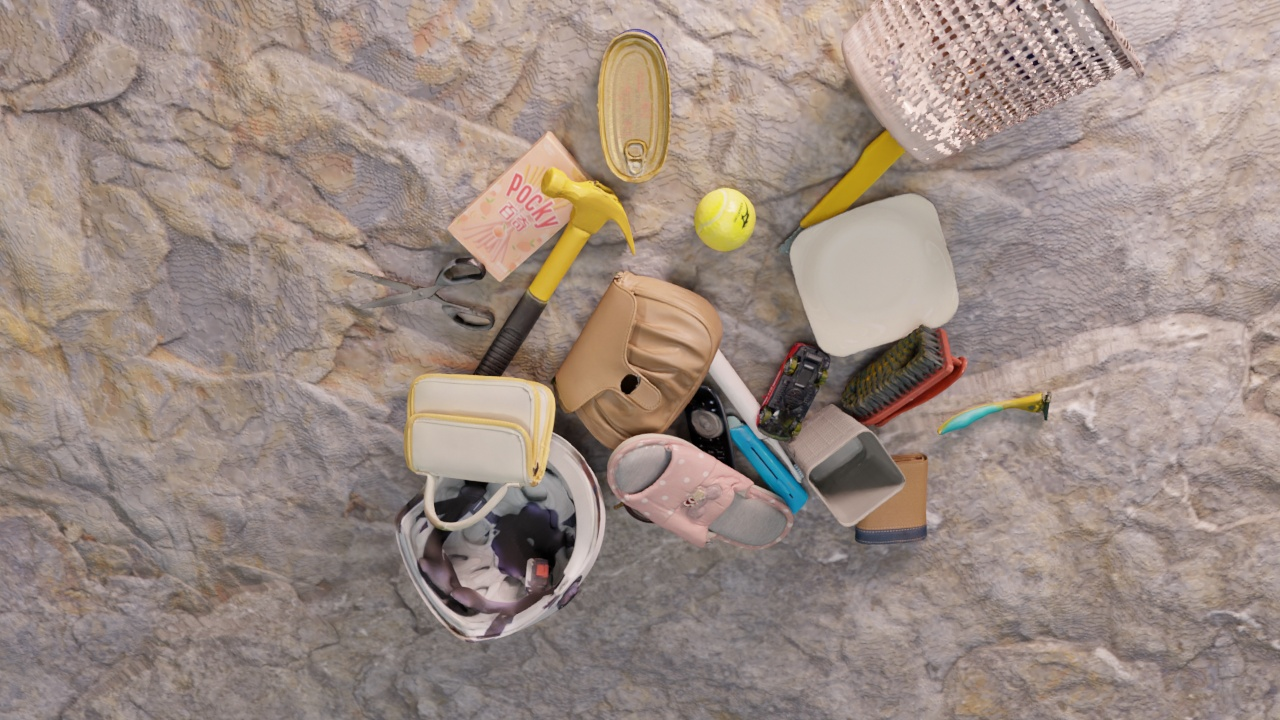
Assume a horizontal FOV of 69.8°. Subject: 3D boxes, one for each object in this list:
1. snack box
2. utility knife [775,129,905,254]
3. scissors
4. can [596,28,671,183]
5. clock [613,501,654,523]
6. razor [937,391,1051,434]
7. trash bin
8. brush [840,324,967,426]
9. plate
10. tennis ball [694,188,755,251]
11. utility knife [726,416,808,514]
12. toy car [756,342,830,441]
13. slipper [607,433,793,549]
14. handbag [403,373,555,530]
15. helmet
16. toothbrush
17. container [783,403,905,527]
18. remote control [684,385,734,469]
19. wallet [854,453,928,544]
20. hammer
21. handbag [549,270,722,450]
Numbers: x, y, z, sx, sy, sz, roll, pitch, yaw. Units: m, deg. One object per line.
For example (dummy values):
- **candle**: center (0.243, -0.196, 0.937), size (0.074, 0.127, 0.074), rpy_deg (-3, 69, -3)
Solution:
- **snack box**: center (-0.128, -0.166, 1.003), size (0.157, 0.026, 0.084), rpy_deg (-38, 108, 20)
- **utility knife**: center (0.216, -0.180, 0.979), size (0.033, 0.015, 0.193), rpy_deg (41, 112, -11)
- **scissors**: center (-0.244, -0.077, 1.051), size (0.179, 0.014, 0.159), rpy_deg (-30, 121, 33)
- **can**: center (-0.005, -0.260, 0.938), size (0.074, 0.049, 0.148), rpy_deg (0, 115, 4)
- **clock**: center (0.028, 0.155, 1.129), size (0.122, 0.055, 0.082), rpy_deg (2, 115, 1)
- **razor**: center (0.412, 0.064, 1.074), size (0.133, 0.028, 0.043), rpy_deg (-15, 144, 8)
- **trash bin**: center (0.300, -0.291, 0.827), size (0.193, 0.226, 0.227), rpy_deg (-35, 109, 31)
- **brush**: center (0.294, 0.028, 1.036), size (0.069, 0.063, 0.146), rpy_deg (27, 133, -20)
- **plate**: center (0.255, -0.095, 1.006), size (0.164, 0.034, 0.164), rpy_deg (-18, 113, 12)
- **tennis ball**: center (0.090, -0.149, 0.975), size (0.065, 0.065, 0.065), rpy_deg (2, 115, 3)
- **utility knife**: center (0.152, 0.125, 1.127), size (0.034, 0.018, 0.162), rpy_deg (-35, 107, 19)
- **toy car**: center (0.176, 0.036, 1.064), size (0.053, 0.045, 0.121), rpy_deg (22, 105, -11)
- **slipper**: center (0.077, 0.166, 1.074), size (0.274, 0.054, 0.114), rpy_deg (30, 112, -31)
- **handbag**: center (-0.188, 0.104, 1.028), size (0.163, 0.063, 0.178), rpy_deg (4, 85, 17)
- **helmet**: center (-0.146, 0.205, 1.101), size (0.259, 0.146, 0.229), rpy_deg (-44, 71, 3)
- **toothbrush**: center (0.135, 0.065, 1.094), size (0.026, 0.027, 0.221), rpy_deg (-40, 108, -6)
- **container**: center (0.229, 0.115, 1.057), size (0.090, 0.114, 0.090), rpy_deg (-37, 108, 3)
- **remote control**: center (0.085, 0.087, 1.105), size (0.053, 0.024, 0.136), rpy_deg (1, 118, 31)
- **wallet**: center (0.309, 0.172, 1.132), size (0.090, 0.033, 0.115), rpy_deg (-5, 114, 3)
- **hammer**: center (-0.114, -0.073, 1.029), size (0.128, 0.032, 0.302), rpy_deg (20, 122, -29)
- **handbag**: center (-0.006, 0.006, 1.031), size (0.148, 0.099, 0.205), rpy_deg (33, 118, -1)
